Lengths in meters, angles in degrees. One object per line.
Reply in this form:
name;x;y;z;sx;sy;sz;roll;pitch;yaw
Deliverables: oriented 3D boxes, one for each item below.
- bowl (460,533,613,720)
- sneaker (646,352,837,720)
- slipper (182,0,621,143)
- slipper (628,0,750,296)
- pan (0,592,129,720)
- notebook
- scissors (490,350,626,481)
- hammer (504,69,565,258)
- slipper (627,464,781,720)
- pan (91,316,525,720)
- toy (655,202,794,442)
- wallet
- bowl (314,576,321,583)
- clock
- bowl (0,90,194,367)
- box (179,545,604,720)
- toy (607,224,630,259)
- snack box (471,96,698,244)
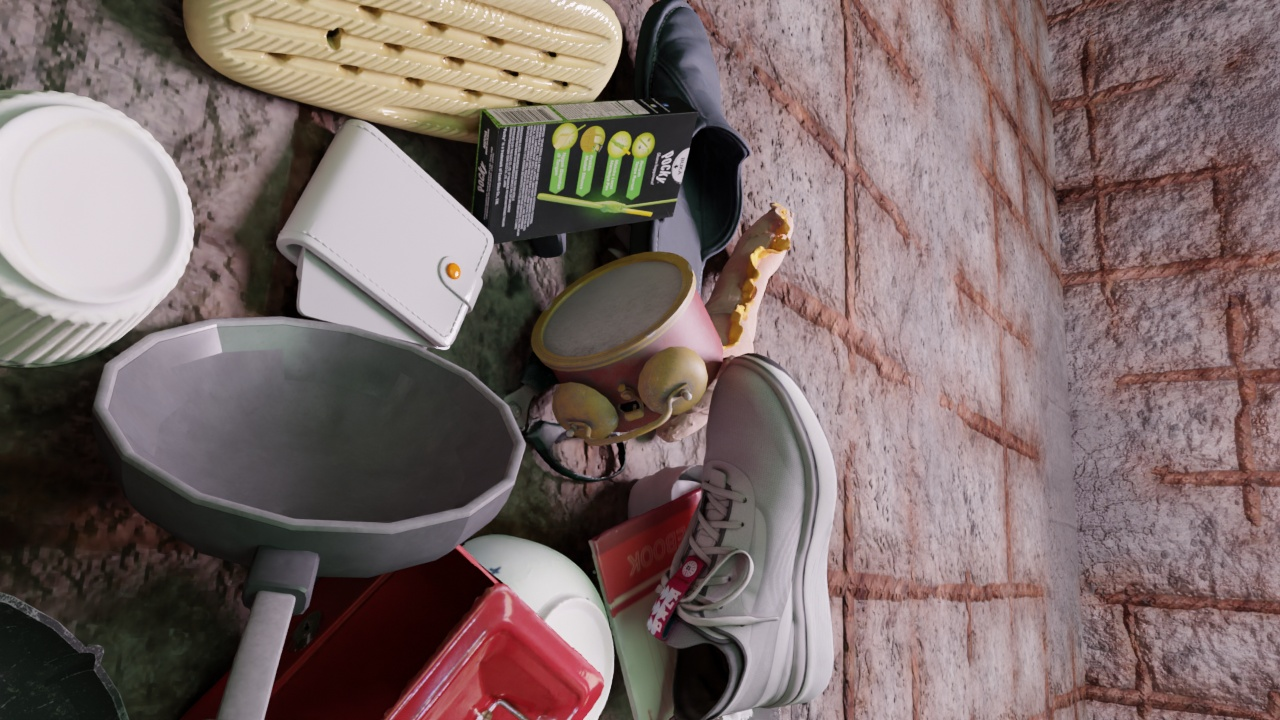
bowl;-0.068;0.185;0.561;0.153;0.073;0.153;11;76;-55
sneaker;0.058;0.127;0.613;0.128;0.097;0.263;-15;108;-36
slipper;-0.130;-0.191;0.526;0.260;0.112;0.079;-6;48;-45
slipper;0.051;-0.159;0.719;0.108;0.084;0.265;21;69;-56
pan;-0.302;0.107;0.269;0.207;0.040;0.357;-50;123;-46
notebook;0.055;0.169;0.682;0.208;0.012;0.153;-18;96;-44
scissors;-0.066;0.051;0.636;0.209;0.015;0.142;-31;112;-53
hammer;0.001;-0.166;0.752;0.320;0.040;0.129;-23;107;-55
slipper;0.048;0.202;0.722;0.112;0.075;0.247;-21;96;-28
pan;-0.129;0.076;0.331;0.178;0.356;0.041;12;113;-16
toy;0.088;-0.050;0.771;0.065;0.197;0.263;33;61;-5
wallet;-0.144;-0.055;0.521;0.118;0.038;0.115;43;51;-39
bowl;-0.140;0.073;0.499;0.114;0.045;0.114;13;75;-54
clock;-0.004;0.004;0.611;0.158;0.117;0.081;-87;153;-54
bowl;-0.235;-0.057;0.367;0.115;0.063;0.115;12;75;-54
box;-0.115;0.168;0.434;0.157;0.112;0.134;-48;132;-20
toy;0.005;-0.054;0.740;0.049;0.030;0.112;-73;148;-48
snack box;-0.036;-0.126;0.602;0.147;0.025;0.080;-14;135;-32
